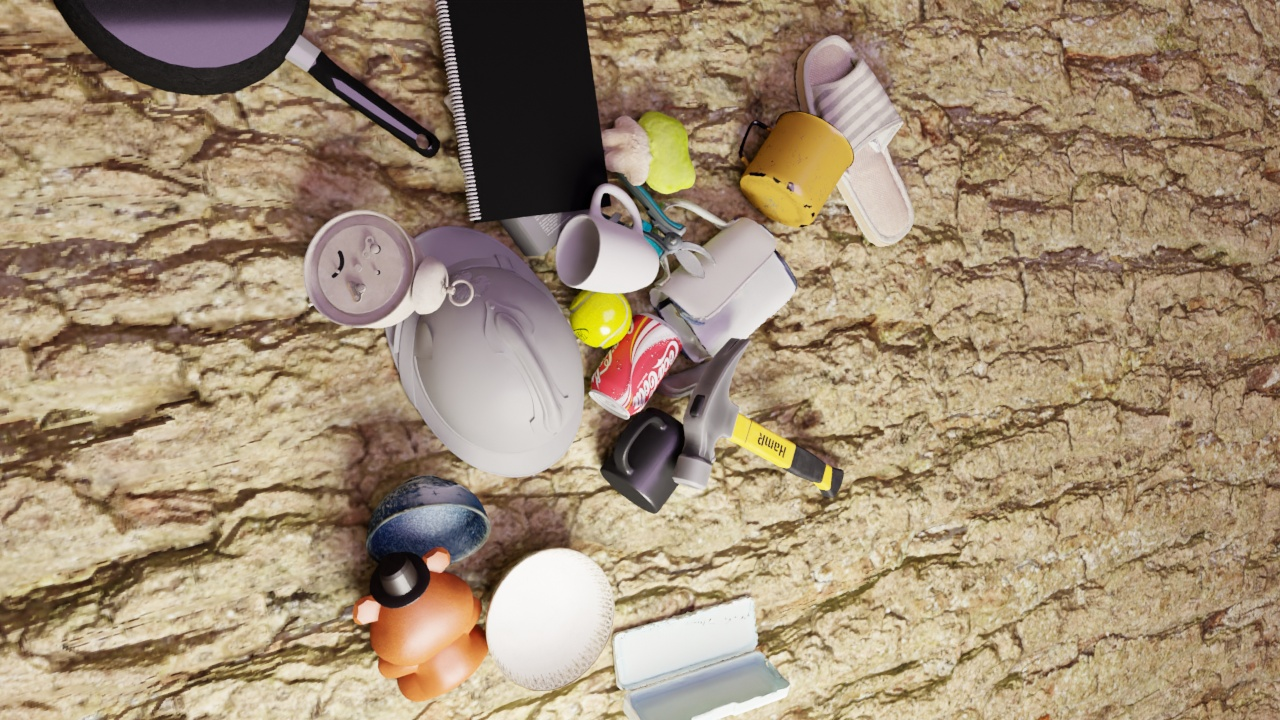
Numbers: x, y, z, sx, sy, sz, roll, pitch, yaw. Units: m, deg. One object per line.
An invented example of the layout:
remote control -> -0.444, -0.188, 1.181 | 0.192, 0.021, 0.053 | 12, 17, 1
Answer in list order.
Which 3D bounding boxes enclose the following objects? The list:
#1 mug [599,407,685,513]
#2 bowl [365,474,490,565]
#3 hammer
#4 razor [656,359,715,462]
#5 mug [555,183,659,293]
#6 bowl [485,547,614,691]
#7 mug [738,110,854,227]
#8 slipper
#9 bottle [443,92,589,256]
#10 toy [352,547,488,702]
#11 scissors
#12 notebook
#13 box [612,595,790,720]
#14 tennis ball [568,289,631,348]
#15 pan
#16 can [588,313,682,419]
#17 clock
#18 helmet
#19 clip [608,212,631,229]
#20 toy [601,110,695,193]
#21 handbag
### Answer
mug -> 0.007, 0.099, 0.982 | 0.087, 0.078, 0.114 | -51, 146, -17
bowl -> -0.204, 0.146, 0.876 | 0.114, 0.060, 0.115 | -11, 141, -9
hammer -> 0.155, 0.097, 1.058 | 0.324, 0.034, 0.169 | 30, 73, -46
razor -> 0.068, 0.064, 1.050 | 0.088, 0.047, 0.116 | -21, 111, -27
mug -> -0.026, -0.120, 0.918 | 0.089, 0.071, 0.107 | 8, 91, -42
bowl -> -0.103, 0.259, 0.949 | 0.145, 0.063, 0.145 | -3, 95, -31
mug -> 0.168, -0.223, 1.056 | 0.124, 0.101, 0.094 | 33, 78, 2
slipper -> 0.276, -0.268, 1.138 | 0.114, 0.054, 0.273 | -33, 110, -19
bottle -> -0.128, -0.196, 0.911 | 0.083, 0.046, 0.174 | -45, 113, -20
toy -> -0.204, 0.250, 0.871 | 0.112, 0.096, 0.176 | -31, 140, -25
scissors -> 0.009, -0.147, 0.987 | 0.155, 0.019, 0.124 | -2, 79, -12
notebook -> -0.109, -0.244, 0.881 | 0.148, 0.016, 0.207 | -13, 100, -30
box -> 0.070, 0.353, 1.055 | 0.197, 0.074, 0.126 | -7, 78, -31
tennis ball -> -0.042, -0.046, 0.960 | 0.065, 0.065, 0.065 | -2, 95, -30
pan -> -0.322, -0.290, 0.795 | 0.355, 0.044, 0.204 | 34, 77, -26
can -> -0.006, 0.006, 0.986 | 0.064, 0.064, 0.104 | 41, 74, -26
clock -> -0.223, -0.073, 0.826 | 0.157, 0.061, 0.103 | 12, 87, 10
helmet -> -0.128, -0.005, 0.884 | 0.183, 0.118, 0.271 | -34, 108, -24
clip -> -0.043, -0.122, 0.964 | 0.076, 0.023, 0.042 | -42, 95, 6
toy -> 0.006, -0.223, 0.985 | 0.117, 0.043, 0.092 | -8, 87, -33
handbag -> 0.077, -0.105, 1.023 | 0.151, 0.074, 0.176 | -41, 102, -21
